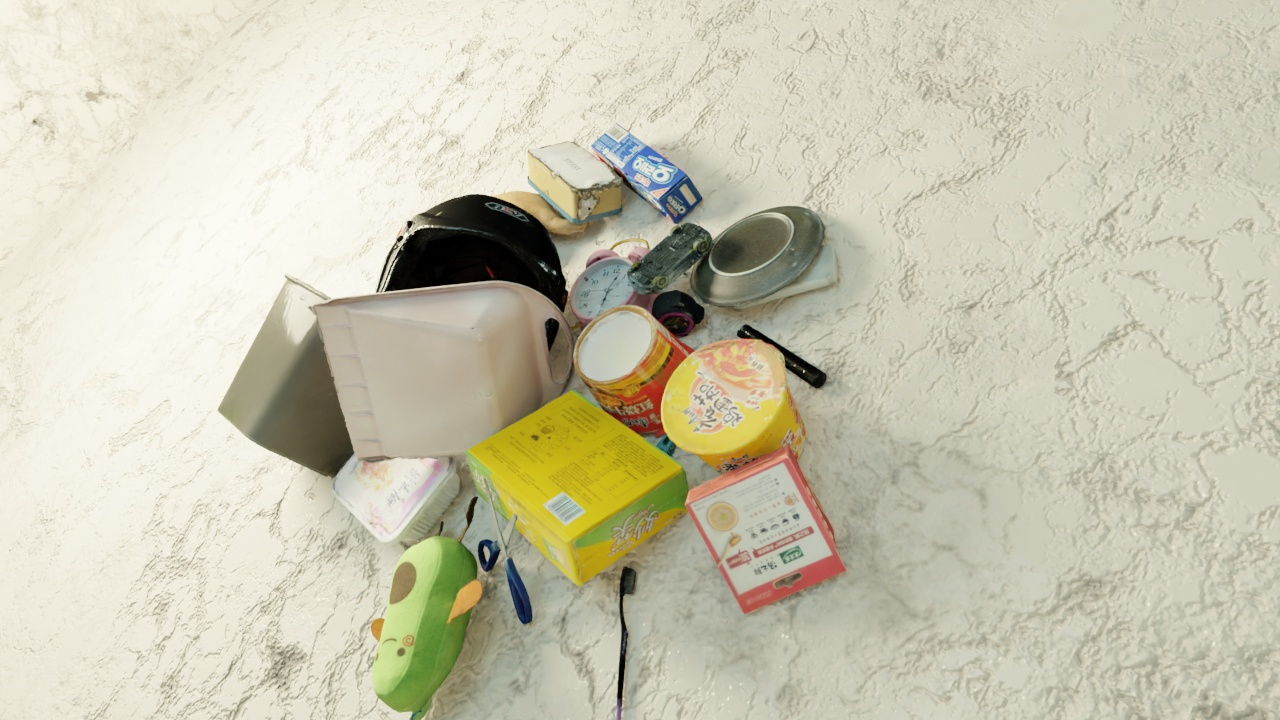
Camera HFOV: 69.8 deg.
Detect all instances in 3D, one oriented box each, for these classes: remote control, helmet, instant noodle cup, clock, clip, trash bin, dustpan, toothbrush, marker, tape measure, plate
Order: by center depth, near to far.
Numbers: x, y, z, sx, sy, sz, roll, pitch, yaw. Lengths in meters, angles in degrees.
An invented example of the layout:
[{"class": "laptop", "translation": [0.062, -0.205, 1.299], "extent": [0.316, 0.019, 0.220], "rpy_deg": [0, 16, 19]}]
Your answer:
[{"class": "toothbrush", "translation": [-0.016, 0.300, 0.938], "extent": [0.017, 0.014, 0.188], "rpy_deg": [-7, 54, 13]}, {"class": "instant noodle cup", "translation": [0.106, 0.063, 0.966], "extent": [0.138, 0.110, 0.137], "rpy_deg": [-17, 50, 22]}, {"class": "marker", "translation": [0.159, -0.007, 1.044], "extent": [0.132, 0.022, 0.020], "rpy_deg": [38, 125, 44]}, {"class": "clip", "translation": [0.027, 0.104, 1.053], "extent": [0.038, 0.013, 0.055], "rpy_deg": [24, 75, 41]}, {"class": "instant noodle cup", "translation": [-0.006, 0.006, 1.080], "extent": [0.138, 0.108, 0.137], "rpy_deg": [-17, 50, 21]}, {"class": "remote control", "translation": [0.171, -0.100, 1.105], "extent": [0.136, 0.020, 0.055], "rpy_deg": [-15, 50, 26]}, {"class": "dustpan", "translation": [-0.225, 0.009, 1.114], "extent": [0.274, 0.223, 0.138], "rpy_deg": [6, 30, 15]}, {"class": "plate", "translation": [0.138, -0.136, 1.127], "extent": [0.180, 0.024, 0.179], "rpy_deg": [-22, 37, 17]}, {"class": "tape measure", "translation": [0.043, -0.056, 1.130], "extent": [0.058, 0.057, 0.039], "rpy_deg": [-27, 43, 39]}, {"class": "helmet", "translation": [-0.212, -0.104, 1.194], "extent": [0.276, 0.233, 0.229], "rpy_deg": [-53, 21, 44]}, {"class": "instant noodle cup", "translation": [-0.308, 0.160, 1.194], "extent": [0.173, 0.060, 0.138], "rpy_deg": [28, 75, 41]}, {"class": "clock", "translation": [-0.030, -0.095, 1.203], "extent": [0.117, 0.060, 0.158], "rpy_deg": [1, 58, 32]}, {"class": "trash bin", "translation": [-0.458, 0.026, 1.305], "extent": [0.199, 0.199, 0.219], "rpy_deg": [25, 80, 43]}]

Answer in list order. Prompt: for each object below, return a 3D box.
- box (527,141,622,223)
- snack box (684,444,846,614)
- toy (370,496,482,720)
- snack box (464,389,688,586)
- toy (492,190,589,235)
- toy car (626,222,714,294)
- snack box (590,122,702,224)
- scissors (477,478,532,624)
[{"class": "box", "translation": [-0.102, -0.268, 1.354], "extent": [0.089, 0.059, 0.184], "rpy_deg": [-17, 38, -23]}, {"class": "snack box", "translation": [0.123, 0.165, 0.899], "extent": [0.113, 0.127, 0.044], "rpy_deg": [-27, 6, 13]}, {"class": "toy", "translation": [-0.239, 0.275, 1.029], "extent": [0.228, 0.090, 0.246], "rpy_deg": [-33, 39, 42]}, {"class": "snack box", "translation": [-0.071, 0.132, 1.016], "extent": [0.157, 0.070, 0.210], "rpy_deg": [-30, 40, -28]}, {"class": "toy", "translation": [-0.187, -0.203, 1.373], "extent": [0.226, 0.082, 0.143], "rpy_deg": [-17, 51, 16]}, {"class": "toy car", "translation": [0.038, -0.125, 1.144], "extent": [0.120, 0.037, 0.054], "rpy_deg": [-41, 49, -15]}, {"class": "snack box", "translation": [0.006, -0.270, 1.308], "extent": [0.057, 0.058, 0.207], "rpy_deg": [-42, 46, -2]}, {"class": "scissors", "translation": [-0.153, 0.214, 1.020], "extent": [0.012, 0.176, 0.162], "rpy_deg": [-17, 78, -30]}]
